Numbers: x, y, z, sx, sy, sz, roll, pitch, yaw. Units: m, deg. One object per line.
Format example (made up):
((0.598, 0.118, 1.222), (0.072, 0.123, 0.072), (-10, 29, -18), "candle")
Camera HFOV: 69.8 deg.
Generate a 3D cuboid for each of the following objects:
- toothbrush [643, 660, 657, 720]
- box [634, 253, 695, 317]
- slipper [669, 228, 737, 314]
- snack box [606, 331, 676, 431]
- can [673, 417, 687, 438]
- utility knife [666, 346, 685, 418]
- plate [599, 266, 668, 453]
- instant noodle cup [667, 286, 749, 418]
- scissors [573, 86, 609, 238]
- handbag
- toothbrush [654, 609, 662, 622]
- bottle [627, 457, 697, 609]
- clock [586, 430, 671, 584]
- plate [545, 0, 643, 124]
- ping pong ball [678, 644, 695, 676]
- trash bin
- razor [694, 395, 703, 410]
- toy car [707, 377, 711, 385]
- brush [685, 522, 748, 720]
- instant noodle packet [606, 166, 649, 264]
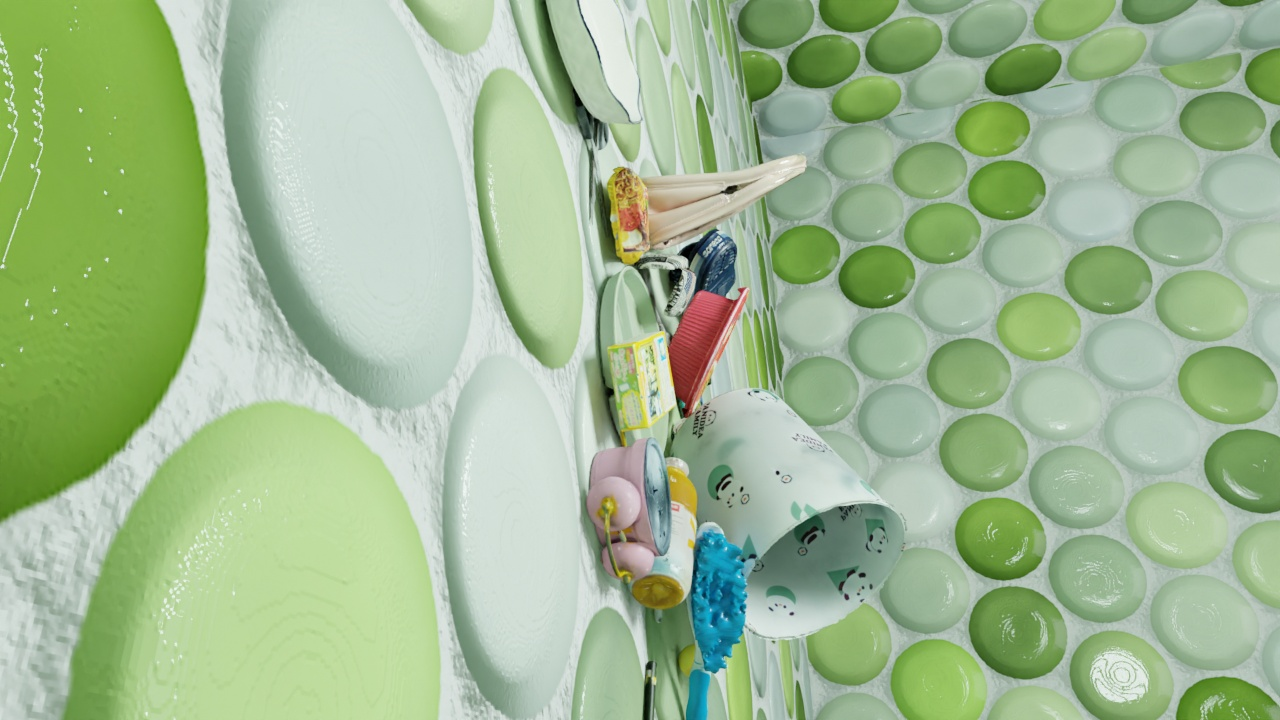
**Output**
((0.008, 0.398, 0.937), (0.017, 0.012, 0.185), (77, 13, -47), "toothbrush")
((0.037, -0.096, 1.190), (0.162, 0.076, 0.087), (-36, 122, -83), "box")
((0.088, -0.136, 1.419), (0.095, 0.105, 0.253), (43, -10, 11), "slipper")
((0.004, 0.019, 0.971), (0.140, 0.034, 0.087), (-31, 112, -76), "snack box")
((0.084, 0.147, 1.311), (0.053, 0.053, 0.135), (-77, 156, -56), "can")
((0.063, 0.066, 1.356), (0.029, 0.013, 0.222), (-83, 158, -54), "utility knife")
((-0.006, 0.006, 1.063), (0.230, 0.027, 0.230), (-6, 89, -77), "plate")
((0.078, -0.021, 1.233), (0.194, 0.066, 0.194), (26, 88, -84), "instant noodle cup")
((-0.052, -0.231, 1.042), (0.159, 0.014, 0.181), (-73, 155, -56), "scissors")
((0.107, -0.221, 1.211), (0.193, 0.234, 0.093), (-38, 111, -77), "handbag")
((0.019, 0.215, 1.076), (0.016, 0.016, 0.180), (45, 39, -66), "toothbrush")
((0.028, 0.184, 1.015), (0.189, 0.068, 0.068), (-79, 157, -52), "bottle")
((-0.011, 0.146, 0.895), (0.158, 0.060, 0.117), (-75, 155, -62), "clock")
((-0.051, -0.352, 0.994), (0.204, 0.046, 0.205), (-15, 90, -76), "plate")
((0.067, 0.374, 1.140), (0.040, 0.040, 0.040), (-7, 89, -77), "ping pong ball")
((0.168, 0.181, 1.164), (0.251, 0.229, 0.230), (55, -11, 48), "trash bin")
((0.076, 0.051, 1.397), (0.143, 0.022, 0.042), (60, 21, -65), "razor")
((0.078, -0.006, 1.396), (0.156, 0.041, 0.071), (47, 38, -71), "toy car")
((0.077, 0.330, 1.055), (0.109, 0.060, 0.315), (-122, -149, -74), "brush")
((-0.011, -0.169, 1.081), (0.128, 0.044, 0.111), (-68, 154, -82), "instant noodle packet")
